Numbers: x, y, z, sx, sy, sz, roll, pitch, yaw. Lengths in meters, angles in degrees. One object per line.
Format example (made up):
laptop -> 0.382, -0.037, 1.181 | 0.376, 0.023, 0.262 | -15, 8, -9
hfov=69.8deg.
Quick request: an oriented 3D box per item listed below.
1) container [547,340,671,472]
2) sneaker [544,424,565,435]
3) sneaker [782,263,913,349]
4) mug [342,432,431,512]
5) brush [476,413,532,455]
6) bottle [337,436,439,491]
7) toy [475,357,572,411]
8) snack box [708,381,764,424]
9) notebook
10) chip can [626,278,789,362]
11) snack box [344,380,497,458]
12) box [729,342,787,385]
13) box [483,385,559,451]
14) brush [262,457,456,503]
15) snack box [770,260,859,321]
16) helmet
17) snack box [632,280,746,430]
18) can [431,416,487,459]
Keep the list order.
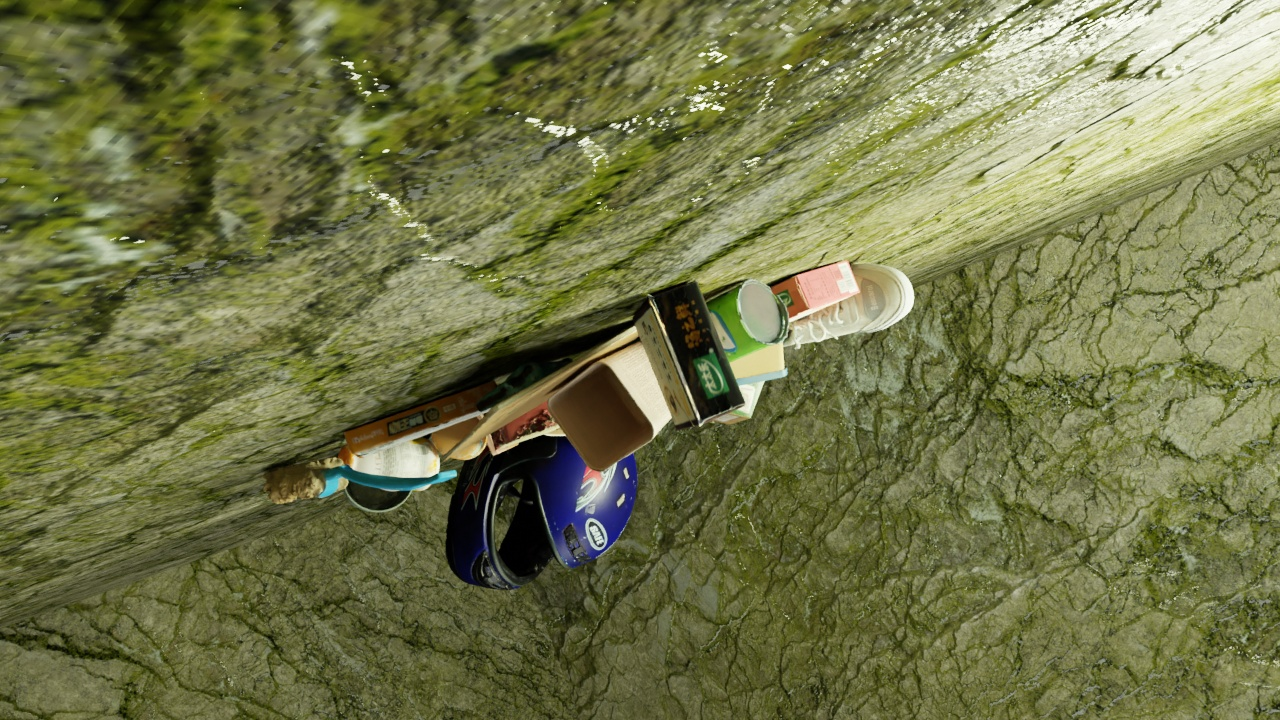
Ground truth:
container -> -0.016, 0.039, 0.915 | 0.090, 0.090, 0.110 | -36, 179, 31
sneaker -> -0.076, 0.066, 1.309 | 0.240, 0.088, 0.118 | 13, 119, -47
sneaker -> 0.228, -0.065, 1.175 | 0.090, 0.089, 0.243 | -12, 178, -40
mug -> -0.311, 0.132, 1.132 | 0.123, 0.083, 0.104 | -46, -173, -22
brush -> -0.197, 0.095, 1.267 | 0.073, 0.063, 0.145 | -25, 178, 5
bottle -> -0.285, 0.116, 1.040 | 0.108, 0.063, 0.063 | 8, 158, -41
toy -> -0.113, 0.021, 0.892 | 0.096, 0.030, 0.092 | -33, 172, 2
snack box -> 0.109, 0.024, 1.225 | 0.118, 0.105, 0.118 | 14, 166, -13
notebook -> -0.084, 0.025, 0.876 | 0.207, 0.008, 0.148 | -32, 176, -37
chip can -> 0.047, -0.013, 0.972 | 0.072, 0.072, 0.237 | -17, 175, -44
snack box -> -0.217, 0.060, 0.928 | 0.153, 0.026, 0.075 | -20, 177, -13
box -> 0.093, -0.002, 1.123 | 0.184, 0.059, 0.090 | -8, -163, -13
box -> -0.133, 0.067, 1.075 | 0.091, 0.080, 0.168 | -19, 176, -14
brush -> -0.284, 0.120, 0.922 | 0.255, 0.046, 0.083 | -5, 178, 33
snack box -> 0.170, -0.068, 1.065 | 0.126, 0.044, 0.113 | -19, 177, -43
helmet -> -0.133, 0.208, 1.415 | 0.241, 0.247, 0.314 | -1, -133, 24
snack box -> 0.037, -0.001, 0.778 | 0.053, 0.113, 0.126 | -21, 177, -13
can -> -0.218, 0.091, 1.117 | 0.058, 0.058, 0.146 | -20, 176, -9
